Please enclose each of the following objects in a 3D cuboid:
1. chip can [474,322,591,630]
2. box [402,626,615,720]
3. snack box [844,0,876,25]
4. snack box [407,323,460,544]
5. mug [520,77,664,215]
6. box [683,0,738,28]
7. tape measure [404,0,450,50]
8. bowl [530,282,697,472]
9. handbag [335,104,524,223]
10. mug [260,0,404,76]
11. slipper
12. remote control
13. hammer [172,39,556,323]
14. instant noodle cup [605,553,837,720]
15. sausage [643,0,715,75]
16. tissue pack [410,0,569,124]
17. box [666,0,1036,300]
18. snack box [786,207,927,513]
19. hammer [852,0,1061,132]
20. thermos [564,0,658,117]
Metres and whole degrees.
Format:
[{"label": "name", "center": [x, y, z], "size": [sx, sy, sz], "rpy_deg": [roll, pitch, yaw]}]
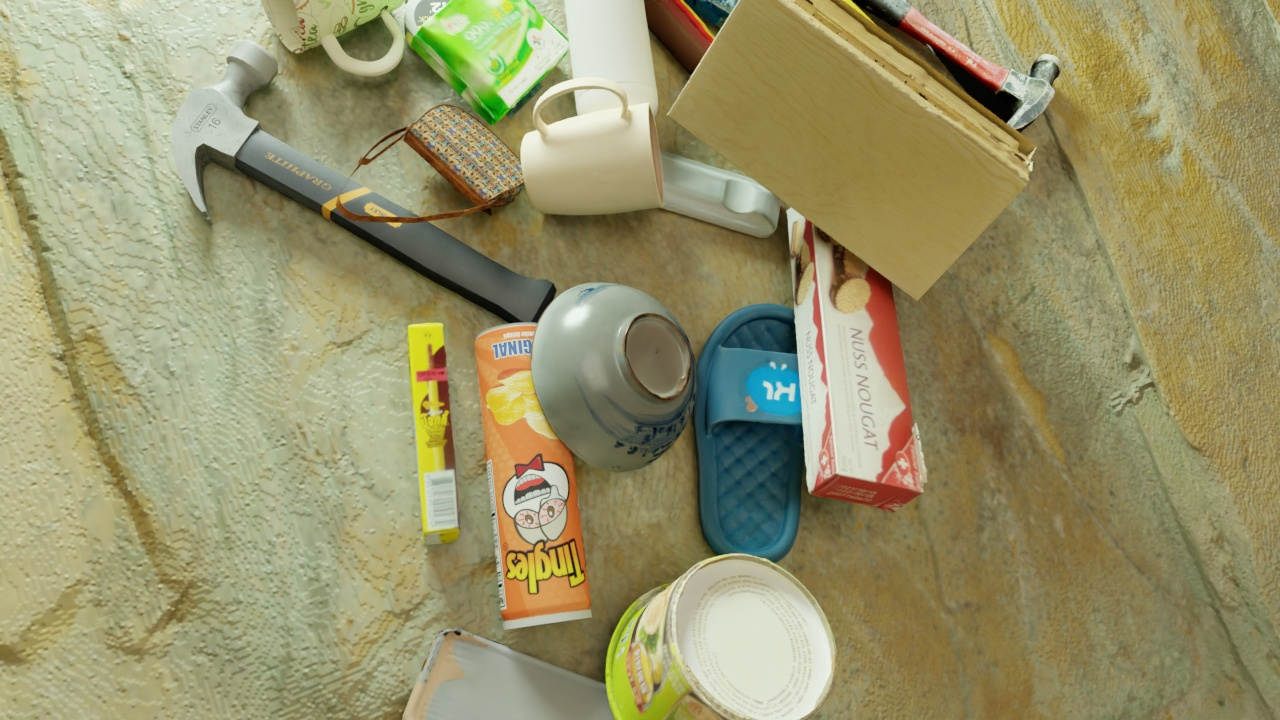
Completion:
[{"label": "chip can", "center": [-0.079, 0.082, 0.661], "size": [0.062, 0.062, 0.210], "rpy_deg": [-4, 74, -15]}, {"label": "box", "center": [-0.064, 0.285, 0.615], "size": [0.216, 0.063, 0.157], "rpy_deg": [23, 80, -6]}, {"label": "snack box", "center": [0.225, -0.235, 0.846], "size": [0.200, 0.042, 0.092], "rpy_deg": [46, 67, 3]}, {"label": "snack box", "center": [-0.148, 0.053, 0.654], "size": [0.025, 0.061, 0.148], "rpy_deg": [-4, 74, -15]}, {"label": "mug", "center": [-0.040, -0.166, 0.719], "size": [0.104, 0.112, 0.085], "rpy_deg": [-8, 43, 8]}, {"label": "box", "center": [0.043, -0.380, 0.835], "size": [0.243, 0.066, 0.090], "rpy_deg": [30, 69, -3]}, {"label": "tape measure", "center": [-0.170, -0.289, 0.781], "size": [0.064, 0.017, 0.065], "rpy_deg": [-9, 75, -16]}, {"label": "bowl", "center": [-0.004, 0.004, 0.675], "size": [0.150, 0.057, 0.150], "rpy_deg": [17, 63, -37]}, {"label": "handbag", "center": [-0.160, -0.129, 0.673], "size": [0.093, 0.043, 0.195], "rpy_deg": [42, 32, -3]}, {"label": "mug", "center": [-0.236, -0.284, 0.736], "size": [0.097, 0.081, 0.122], "rpy_deg": [-30, 87, -28]}, {"label": "slipper", "center": [0.091, 0.052, 0.715], "size": [0.104, 0.059, 0.213], "rpy_deg": [11, 72, -8]}, {"label": "remote control", "center": [0.057, -0.146, 0.787], "size": [0.133, 0.022, 0.050], "rpy_deg": [15, 70, -8]}, {"label": "hammer", "center": [-0.207, -0.117, 0.710], "size": [0.312, 0.035, 0.139], "rpy_deg": [28, 70, -4]}, {"label": "instant noodle cup", "center": [0.058, 0.203, 0.614], "size": [0.146, 0.098, 0.146], "rpy_deg": [13, 49, -16]}, {"label": "sausage", "center": [0.055, -0.273, 0.818], "size": [0.040, 0.040, 0.155], "rpy_deg": [-39, 85, -21]}, {"label": "tissue pack", "center": [-0.121, -0.260, 0.761], "size": [0.099, 0.034, 0.113], "rpy_deg": [43, 59, -14]}, {"label": "box", "center": [0.169, -0.189, 0.724], "size": [0.248, 0.141, 0.148], "rpy_deg": [36, 46, -2]}, {"label": "snack box", "center": [0.165, -0.019, 0.722], "size": [0.076, 0.044, 0.272], "rpy_deg": [14, 55, -17]}, {"label": "hammer", "center": [0.251, -0.326, 0.886], "size": [0.326, 0.036, 0.140], "rpy_deg": [34, 67, -1]}, {"label": "thermos", "center": [-0.016, -0.313, 0.776], "size": [0.101, 0.069, 0.230], "rpy_deg": [-6, 86, -15]}]
